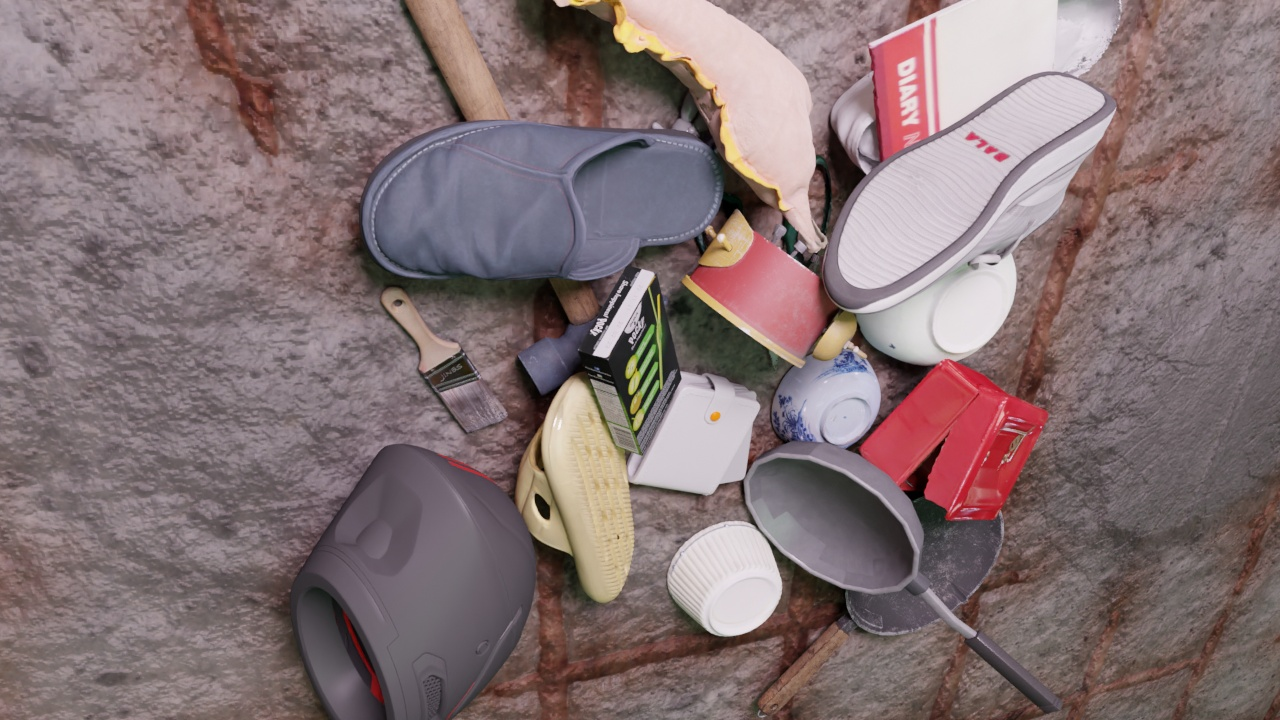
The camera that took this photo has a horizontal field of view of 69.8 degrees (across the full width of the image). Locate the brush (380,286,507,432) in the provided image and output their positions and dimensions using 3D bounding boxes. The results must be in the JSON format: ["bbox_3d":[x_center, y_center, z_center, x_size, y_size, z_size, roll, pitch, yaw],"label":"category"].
[{"bbox_3d":[-0.157,0.001,0.726,0.039,0.012,0.151,-31,124,-3],"label":"brush"}]

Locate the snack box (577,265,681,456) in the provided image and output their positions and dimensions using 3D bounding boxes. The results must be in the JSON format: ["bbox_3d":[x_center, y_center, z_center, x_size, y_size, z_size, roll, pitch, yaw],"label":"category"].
[{"bbox_3d":[-0.004,0.004,0.717,0.080,0.025,0.148,-61,156,-25],"label":"snack box"}]

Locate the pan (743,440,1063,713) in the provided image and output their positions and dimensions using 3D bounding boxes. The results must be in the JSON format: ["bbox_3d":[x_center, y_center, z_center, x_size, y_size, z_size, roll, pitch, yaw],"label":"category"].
[{"bbox_3d":[0.251,0.201,0.858,0.041,0.357,0.179,-47,176,-34],"label":"pan"}]

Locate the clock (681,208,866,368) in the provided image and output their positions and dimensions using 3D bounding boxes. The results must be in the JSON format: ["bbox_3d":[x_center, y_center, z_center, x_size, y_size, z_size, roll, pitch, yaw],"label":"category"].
[{"bbox_3d":[0.117,-0.053,0.724,0.159,0.117,0.081,34,99,-10],"label":"clock"}]

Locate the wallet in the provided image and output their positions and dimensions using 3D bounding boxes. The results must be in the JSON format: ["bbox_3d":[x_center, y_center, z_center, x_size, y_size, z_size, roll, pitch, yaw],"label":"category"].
[{"bbox_3d":[0.061,0.070,0.840,0.115,0.037,0.119,13,115,-28],"label":"wallet"}]

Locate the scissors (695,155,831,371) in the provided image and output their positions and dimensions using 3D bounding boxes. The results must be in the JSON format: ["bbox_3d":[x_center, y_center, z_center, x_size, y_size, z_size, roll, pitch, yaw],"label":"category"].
[{"bbox_3d":[0.134,-0.083,0.798,0.142,0.015,0.210,-34,124,-4],"label":"scissors"}]

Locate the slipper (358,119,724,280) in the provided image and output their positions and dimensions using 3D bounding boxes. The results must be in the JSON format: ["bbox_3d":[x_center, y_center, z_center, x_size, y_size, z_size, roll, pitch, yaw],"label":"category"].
[{"bbox_3d":[-0.054,-0.105,0.627,0.265,0.083,0.109,-8,117,-19],"label":"slipper"}]

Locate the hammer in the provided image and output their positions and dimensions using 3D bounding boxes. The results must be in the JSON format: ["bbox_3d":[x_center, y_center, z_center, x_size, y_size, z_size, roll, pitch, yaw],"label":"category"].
[{"bbox_3d":[-0.085,-0.127,0.673,0.129,0.040,0.322,-31,124,-9],"label":"hammer"}]

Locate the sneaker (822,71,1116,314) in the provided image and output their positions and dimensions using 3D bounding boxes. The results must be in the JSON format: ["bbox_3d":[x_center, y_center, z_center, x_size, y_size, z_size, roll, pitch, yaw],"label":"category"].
[{"bbox_3d":[0.243,-0.104,0.701,0.262,0.097,0.129,-36,144,-13],"label":"sneaker"}]

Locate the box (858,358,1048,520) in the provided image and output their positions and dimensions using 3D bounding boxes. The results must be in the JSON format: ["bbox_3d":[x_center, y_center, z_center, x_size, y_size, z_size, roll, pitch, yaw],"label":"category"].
[{"bbox_3d":[0.299,0.072,0.874,0.157,0.112,0.135,15,107,-53],"label":"box"}]

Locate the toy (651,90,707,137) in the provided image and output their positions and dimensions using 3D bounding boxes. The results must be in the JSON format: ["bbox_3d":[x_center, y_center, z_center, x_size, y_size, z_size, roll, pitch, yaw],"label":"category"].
[{"bbox_3d":[0.021,-0.154,0.702,0.049,0.030,0.112,32,95,-20],"label":"toy"}]

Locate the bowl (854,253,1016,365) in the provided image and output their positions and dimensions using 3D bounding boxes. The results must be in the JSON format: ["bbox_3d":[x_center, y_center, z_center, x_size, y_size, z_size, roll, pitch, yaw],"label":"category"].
[{"bbox_3d":[0.280,-0.059,0.837,0.153,0.073,0.154,-10,120,-18],"label":"bowl"}]

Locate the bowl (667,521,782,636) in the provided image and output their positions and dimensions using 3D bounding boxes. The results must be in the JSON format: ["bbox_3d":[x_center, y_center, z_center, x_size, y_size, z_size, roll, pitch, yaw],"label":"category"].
[{"bbox_3d":[0.091,0.226,0.922,0.115,0.062,0.115,-10,120,-18],"label":"bowl"}]

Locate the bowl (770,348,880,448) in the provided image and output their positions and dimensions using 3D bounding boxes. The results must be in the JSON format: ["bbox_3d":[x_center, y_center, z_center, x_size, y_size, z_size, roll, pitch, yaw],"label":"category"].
[{"bbox_3d":[0.184,0.047,0.872,0.114,0.045,0.114,-10,120,-17],"label":"bowl"}]

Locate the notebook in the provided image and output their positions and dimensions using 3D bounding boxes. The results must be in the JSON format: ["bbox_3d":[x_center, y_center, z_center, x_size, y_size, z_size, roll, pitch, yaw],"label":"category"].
[{"bbox_3d":[0.254,-0.183,0.717,0.153,0.012,0.209,-25,134,-3],"label":"notebook"}]

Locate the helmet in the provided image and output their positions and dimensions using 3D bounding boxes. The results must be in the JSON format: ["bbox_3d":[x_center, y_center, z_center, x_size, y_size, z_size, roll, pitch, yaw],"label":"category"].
[{"bbox_3d":[-0.168,0.179,0.729,0.169,0.164,0.265,-29,136,-41],"label":"helmet"}]

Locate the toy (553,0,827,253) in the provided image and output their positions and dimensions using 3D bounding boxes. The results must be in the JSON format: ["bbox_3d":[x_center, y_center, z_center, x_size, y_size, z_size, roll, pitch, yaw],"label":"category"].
[{"bbox_3d":[0.035,-0.195,0.624,0.264,0.195,0.065,18,145,-40],"label":"toy"}]

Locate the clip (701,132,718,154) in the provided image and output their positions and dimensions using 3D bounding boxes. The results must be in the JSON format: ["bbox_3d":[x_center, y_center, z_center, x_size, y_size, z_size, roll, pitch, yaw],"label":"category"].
[{"bbox_3d":[0.048,-0.152,0.726,0.052,0.014,0.042,-34,124,1],"label":"clip"}]

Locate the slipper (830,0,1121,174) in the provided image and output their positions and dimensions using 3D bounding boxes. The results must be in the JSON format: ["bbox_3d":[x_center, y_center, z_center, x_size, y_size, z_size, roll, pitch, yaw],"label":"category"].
[{"bbox_3d":[0.268,-0.230,0.734,0.247,0.074,0.112,-27,150,0],"label":"slipper"}]

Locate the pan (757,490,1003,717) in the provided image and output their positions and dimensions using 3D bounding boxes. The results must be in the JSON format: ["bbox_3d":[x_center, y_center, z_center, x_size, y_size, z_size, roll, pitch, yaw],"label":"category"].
[{"bbox_3d":[0.256,0.272,1.031,0.357,0.040,0.207,-44,124,6],"label":"pan"}]

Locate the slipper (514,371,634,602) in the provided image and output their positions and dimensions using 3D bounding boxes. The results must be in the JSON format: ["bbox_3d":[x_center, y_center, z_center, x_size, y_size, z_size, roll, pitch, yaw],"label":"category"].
[{"bbox_3d":[-0.059,0.110,0.786,0.079,0.111,0.262,8,136,19],"label":"slipper"}]
